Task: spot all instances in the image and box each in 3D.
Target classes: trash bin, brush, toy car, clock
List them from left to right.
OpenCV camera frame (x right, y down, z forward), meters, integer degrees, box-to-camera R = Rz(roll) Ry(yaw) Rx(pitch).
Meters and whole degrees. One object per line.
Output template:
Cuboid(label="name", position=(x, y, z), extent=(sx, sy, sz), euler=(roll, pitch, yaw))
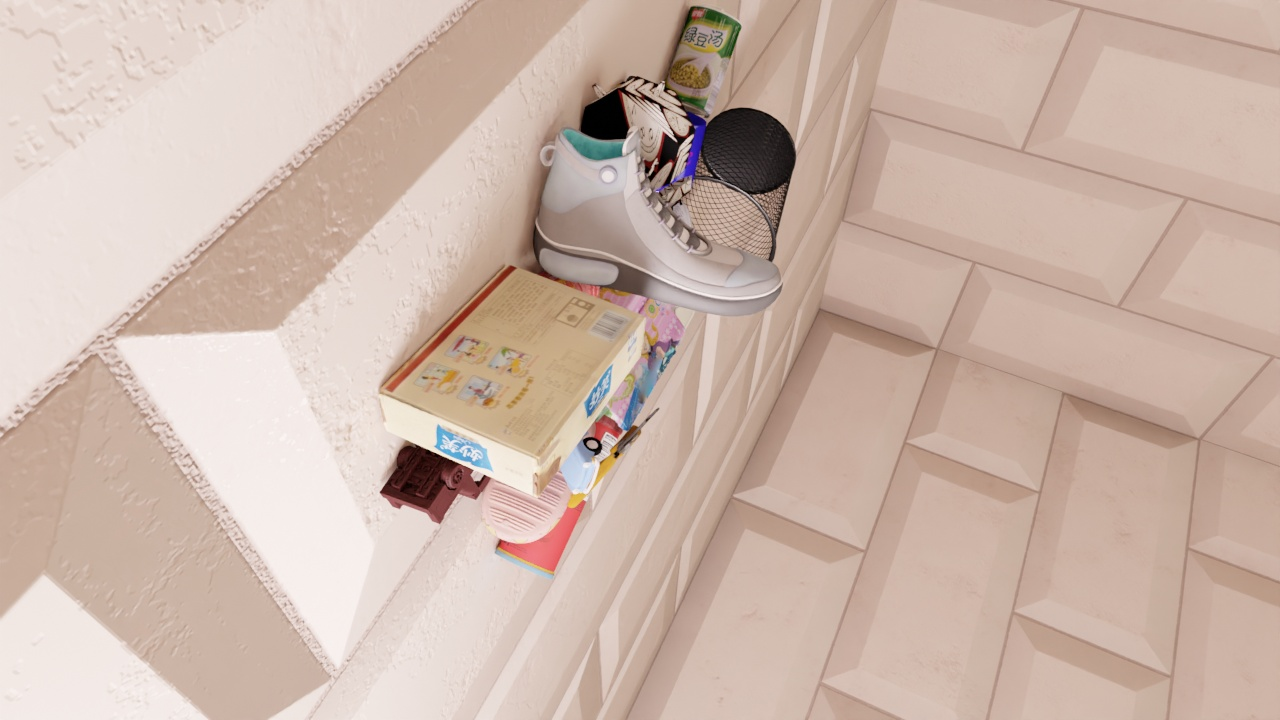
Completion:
Cuboid(label="toy car", position=(-0.165, 0.075, 0.859), extent=(0.169, 0.070, 0.062), euler=(-60, 151, -31))
Cuboid(label="toy car", position=(-0.089, 0.081, 1.041), extent=(0.054, 0.153, 0.056), euler=(-3, 135, -29))
Cuboid(label="brush", position=(-0.007, 0.007, 1.203), extent=(0.217, 0.012, 0.033), euler=(-52, 174, -45))
Cuboid(label="clock", position=(-0.005, -0.208, 0.949), extent=(0.064, 0.115, 0.155), euler=(-52, 140, -49))
Cuboid(label="trash bin", position=(0.123, -0.237, 1.283), extent=(0.184, 0.184, 0.209), euler=(94, 17, -48))

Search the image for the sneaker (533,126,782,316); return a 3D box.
Cuboid(label="sneaker", position=(0.025, -0.141, 0.898), extent=(0.092, 0.257, 0.161), euler=(-79, 179, -55))

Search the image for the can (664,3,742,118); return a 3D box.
Cuboid(label="can", position=(0.073, -0.365, 1.121), extent=(0.121, 0.067, 0.067), euler=(-70, 165, 7))

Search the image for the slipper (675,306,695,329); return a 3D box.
Cuboid(label="slipper", position=(-0.006, -0.018, 1.330), extent=(0.273, 0.054, 0.114), euler=(-48, 160, -26))

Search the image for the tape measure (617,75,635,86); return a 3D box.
Cuboid(label="tape measure", position=(-0.014, -0.267, 1.001), extent=(0.066, 0.037, 0.064), euler=(96, 21, -45))

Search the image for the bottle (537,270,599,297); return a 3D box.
Cuboid(label="bottle", position=(-0.078, -0.076, 0.988), extent=(0.137, 0.062, 0.062), euler=(-42, 149, -60))

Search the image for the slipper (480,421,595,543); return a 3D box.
Cuboid(label="slipper", position=(-0.116, 0.138, 1.098), extent=(0.082, 0.093, 0.196), euler=(104, 12, -58))

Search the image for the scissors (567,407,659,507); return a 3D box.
Cuboid(label="scissors", position=(-0.018, 0.097, 1.070), extent=(0.174, 0.016, 0.226), euler=(-47, 178, -43))

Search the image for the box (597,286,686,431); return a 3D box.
Cuboid(label="box", position=(-0.017, -0.048, 1.072), extent=(0.062, 0.161, 0.229), euler=(-38, -164, 53))

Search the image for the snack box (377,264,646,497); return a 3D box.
Cuboid(label="snack box", position=(-0.107, 0.010, 0.819), extent=(0.206, 0.153, 0.055), euler=(-54, 160, -43))

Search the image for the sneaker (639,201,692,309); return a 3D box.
Cuboid(label="sneaker", position=(0.008, -0.099, 1.211), extent=(0.236, 0.089, 0.087), euler=(-64, 164, 7))

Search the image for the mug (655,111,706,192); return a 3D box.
Cuboid(label="mug", position=(0.030, -0.260, 1.112), extent=(0.111, 0.079, 0.084), euler=(-101, -159, -60))

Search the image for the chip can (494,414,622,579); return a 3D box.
Cuboid(label="chip can", position=(-0.104, 0.164, 1.175), extent=(0.213, 0.087, 0.087), euler=(-65, 165, -11))

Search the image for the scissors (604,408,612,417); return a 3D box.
Cuboid(label="scissors", position=(-0.032, 0.055, 1.289), extent=(0.172, 0.021, 0.171), euler=(-53, 161, -16))
